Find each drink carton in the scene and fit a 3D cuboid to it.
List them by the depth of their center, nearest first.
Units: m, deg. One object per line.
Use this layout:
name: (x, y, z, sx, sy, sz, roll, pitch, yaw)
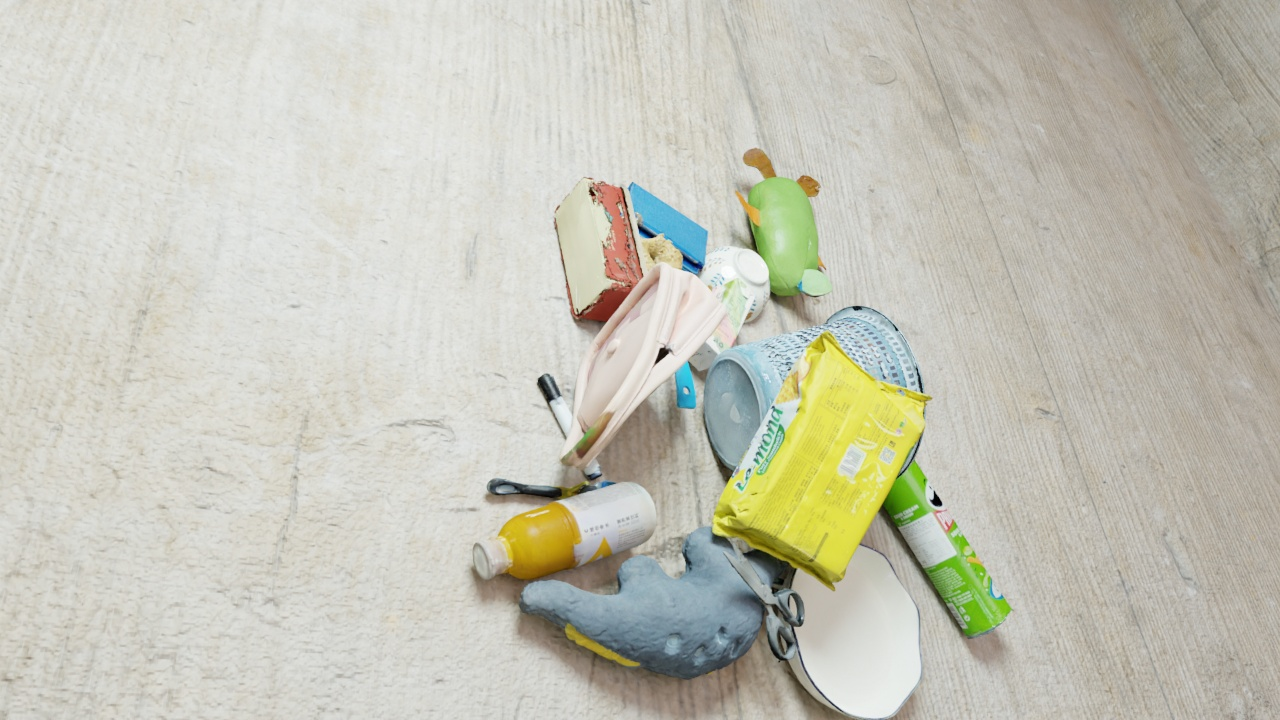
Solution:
drink carton: (0.098, -0.048, 1.173, 0.045, 0.054, 0.122, 42, 52, -18)

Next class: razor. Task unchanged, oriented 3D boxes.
razor: (-0.095, 0.137, 0.952, 0.142, 0.022, 0.042, 12, 90, -30)

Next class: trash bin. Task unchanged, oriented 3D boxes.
trash bin: (0.192, 0.052, 1.106, 0.194, 0.227, 0.226, -5, 64, -24)

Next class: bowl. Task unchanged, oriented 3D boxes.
bowl: (0.137, -0.114, 1.265, 0.113, 0.062, 0.113, 18, 53, -26)

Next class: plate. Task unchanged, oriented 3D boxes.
plate: (0.238, 0.306, 1.053, 0.204, 0.046, 0.204, 16, 58, -28)

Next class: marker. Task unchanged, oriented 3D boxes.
marker: (-0.077, 0.072, 1.012, 0.022, 0.018, 0.130, -13, 69, -51)

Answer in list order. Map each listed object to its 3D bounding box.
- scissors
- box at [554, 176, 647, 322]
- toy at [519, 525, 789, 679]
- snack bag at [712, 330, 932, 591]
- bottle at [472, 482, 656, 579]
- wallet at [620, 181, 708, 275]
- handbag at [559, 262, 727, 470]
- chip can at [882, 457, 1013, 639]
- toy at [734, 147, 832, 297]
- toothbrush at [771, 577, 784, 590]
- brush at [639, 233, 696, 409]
scissors: (0.127, 0.231, 0.930, 0.145, 0.014, 0.172, -19, 101, -52)
box: (-0.054, -0.136, 1.118, 0.079, 0.092, 0.168, 9, 56, -36)
toy: (0.051, 0.249, 0.937, 0.355, 0.092, 0.137, -6, 56, -37)
snack bag: (0.199, 0.111, 0.979, 0.158, 0.068, 0.246, 31, 83, -12)
bottle: (-0.073, 0.172, 0.907, 0.189, 0.068, 0.068, -11, 68, -34)
wallet: (0.031, -0.177, 1.247, 0.133, 0.040, 0.106, 30, 39, -16)
handbag: (-0.016, 0.024, 0.959, 0.093, 0.194, 0.233, 36, 42, -7)
chip can: (0.391, 0.242, 1.203, 0.072, 0.072, 0.236, -20, 75, -43)
toy: (0.212, -0.197, 1.359, 0.226, 0.090, 0.246, 26, 51, -35)
toothbrush: (0.132, 0.242, 1.049, 0.191, 0.018, 0.016, 25, 50, -20)
brush: (0.032, -0.054, 1.131, 0.083, 0.046, 0.254, 7, 55, -31)
